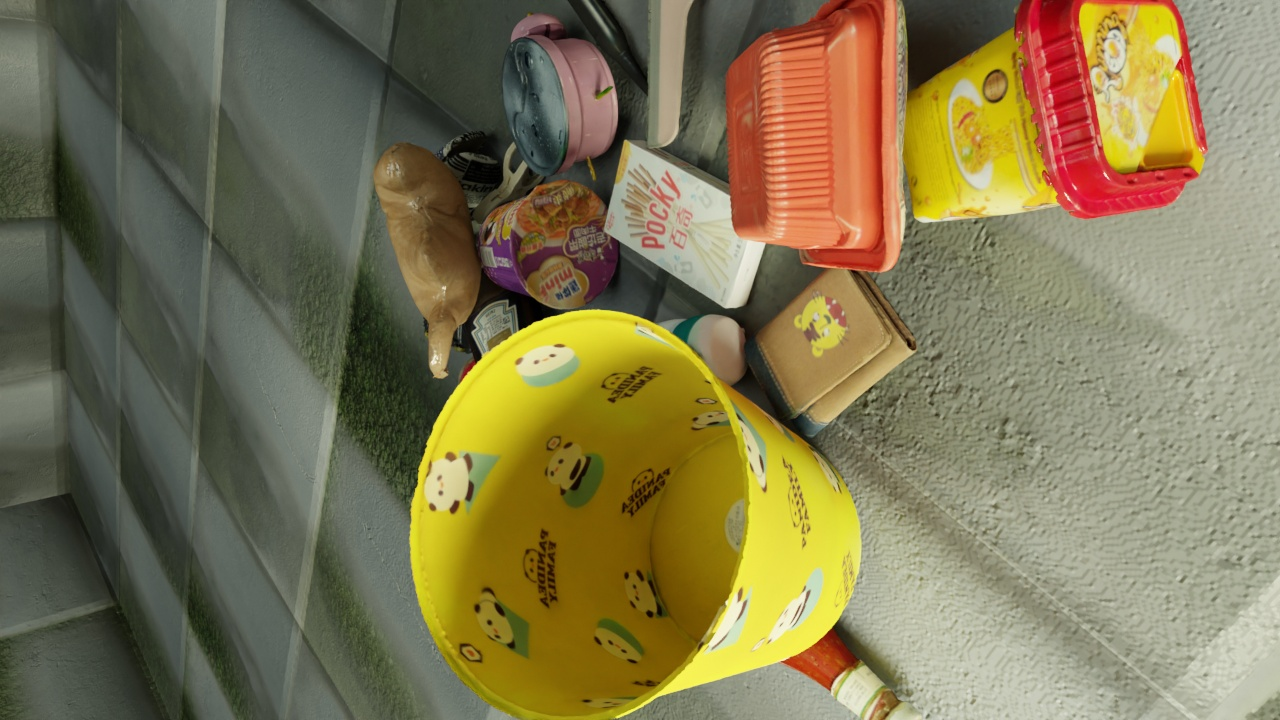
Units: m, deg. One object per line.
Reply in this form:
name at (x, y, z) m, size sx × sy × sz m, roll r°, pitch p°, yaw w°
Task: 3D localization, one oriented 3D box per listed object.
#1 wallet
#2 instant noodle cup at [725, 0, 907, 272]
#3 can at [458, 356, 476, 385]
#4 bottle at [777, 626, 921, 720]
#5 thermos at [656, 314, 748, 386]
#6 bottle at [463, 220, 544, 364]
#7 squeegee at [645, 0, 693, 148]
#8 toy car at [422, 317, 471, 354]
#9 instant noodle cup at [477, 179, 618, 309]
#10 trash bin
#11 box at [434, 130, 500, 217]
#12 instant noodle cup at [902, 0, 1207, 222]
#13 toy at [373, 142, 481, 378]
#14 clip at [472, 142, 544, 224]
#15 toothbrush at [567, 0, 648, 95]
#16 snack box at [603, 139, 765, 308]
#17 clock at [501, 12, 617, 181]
wallet at (0.134, -0.009, 0.666) m, size 0.116 × 0.033 × 0.090 m, roll -46°, pitch 65°, yaw 39°
instant noodle cup at (0.102, -0.138, 0.578) m, size 0.189 × 0.079 × 0.164 m, roll -128°, pitch 33°, yaw -82°
can at (-0.130, 0.041, 0.948) m, size 0.133 × 0.053 × 0.053 m, roll 29°, pitch 119°, yaw 40°
bottle at (0.124, 0.214, 0.710) m, size 0.206 × 0.059 × 0.060 m, roll 38°, pitch 125°, yaw 35°
thermos at (-0.005, 0.005, 0.788) m, size 0.225 × 0.073 × 0.073 m, roll -10°, pitch 92°, yaw 48°
bottle at (-0.143, -0.056, 0.924) m, size 0.080 × 0.044 × 0.194 m, roll -30°, pitch 63°, yaw 18°
squeegee at (0.094, -0.284, 0.630) m, size 0.250 × 0.040 × 0.247 m, roll 6°, pitch 95°, yaw 54°
toy car at (-0.210, -0.041, 1.031) m, size 0.106 × 0.031 × 0.049 m, roll 22°, pitch 116°, yaw 44°
instant noodle cup at (-0.091, -0.104, 0.839) m, size 0.099 × 0.111 × 0.111 m, roll 10°, pitch 106°, yaw 56°
trash bin at (0.020, 0.112, 0.612) m, size 0.230 × 0.255 × 0.229 m, roll -10°, pitch 71°, yaw 30°
box at (-0.213, -0.190, 0.976) m, size 0.164 × 0.074 × 0.081 m, roll -36°, pitch 63°, yaw 48°
instant noodle cup at (0.213, -0.128, 0.498) m, size 0.124 × 0.116 × 0.116 m, roll -9°, pitch 92°, yaw 59°
toy at (-0.191, -0.092, 0.863) m, size 0.082 × 0.143 × 0.226 m, roll -18°, pitch 80°, yaw 7°
clip at (-0.123, -0.175, 0.896) m, size 0.034 × 0.061 × 0.097 m, roll 49°, pitch 120°, yaw 28°
toothbrush at (-0.028, -0.275, 0.780) m, size 0.212 × 0.027 × 0.026 m, roll 60°, pitch 162°, yaw 19°
snack box at (0.035, -0.114, 0.751) m, size 0.157 × 0.026 × 0.085 m, roll 36°, pitch 124°, yaw 36°
clock at (-0.079, -0.237, 0.809) m, size 0.158 × 0.059 × 0.117 m, roll 51°, pitch 146°, yaw 31°
